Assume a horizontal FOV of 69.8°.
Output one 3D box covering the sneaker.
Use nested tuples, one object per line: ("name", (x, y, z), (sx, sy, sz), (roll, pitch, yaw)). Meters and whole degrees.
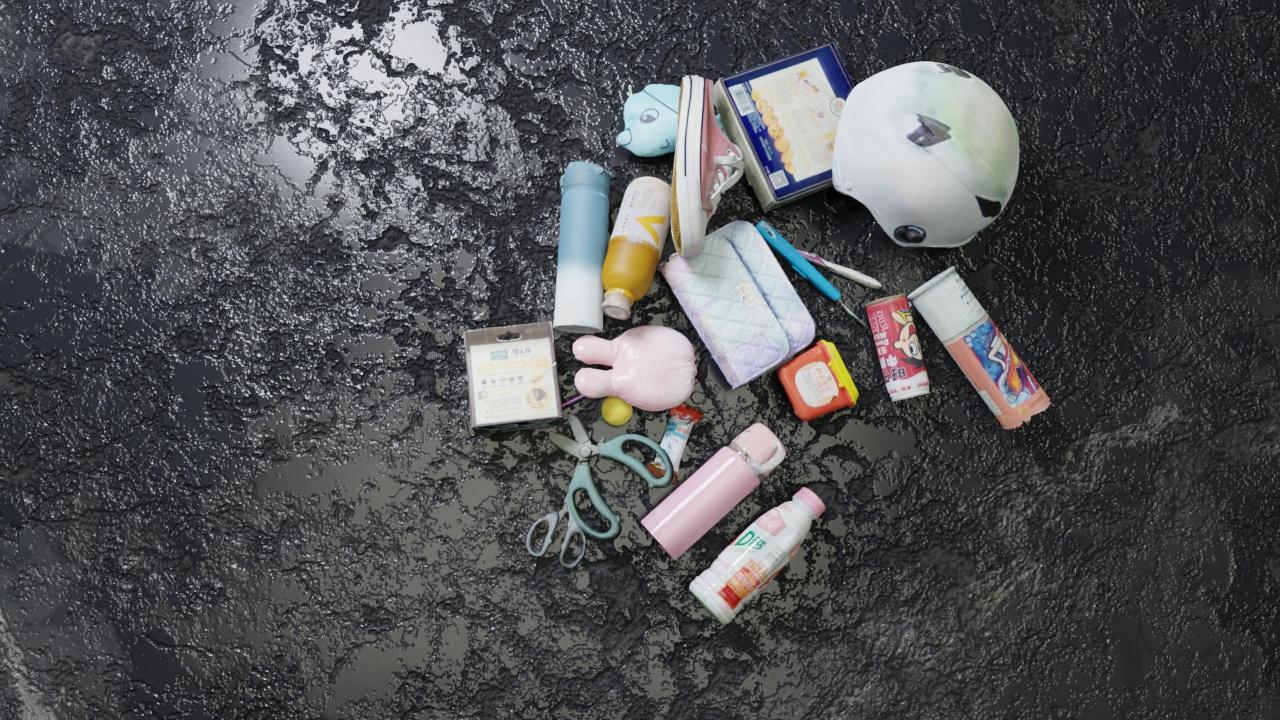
("sneaker", (0.086, -0.241, 1.139), (0.088, 0.118, 0.240), (4, 74, -2))

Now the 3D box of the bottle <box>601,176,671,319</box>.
("bottle", (-0.006, -0.142, 1.164), (0.068, 0.068, 0.189), (17, 68, -1))

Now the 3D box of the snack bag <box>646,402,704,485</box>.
("snack bag", (0.044, 0.104, 1.179), (0.048, 0.026, 0.104), (23, 82, 12))

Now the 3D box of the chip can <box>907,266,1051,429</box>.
("chip can", (0.439, -0.015, 1.191), (0.071, 0.071, 0.214), (-35, 88, -7))

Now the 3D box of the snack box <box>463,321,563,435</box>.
("snack box", (-0.160, 0.023, 1.157), (0.113, 0.053, 0.125), (-6, 71, -4))

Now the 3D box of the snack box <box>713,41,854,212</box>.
("snack box", (0.209, -0.310, 1.212), (0.182, 0.046, 0.178), (-22, 85, -16))

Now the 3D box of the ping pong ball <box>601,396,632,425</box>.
("ping pong ball", (-0.030, 0.063, 1.171), (0.040, 0.040, 0.040), (0, 83, -3))

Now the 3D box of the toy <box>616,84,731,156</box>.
("toy", (0.049, -0.313, 1.216), (0.161, 0.050, 0.156), (-40, 89, -11))

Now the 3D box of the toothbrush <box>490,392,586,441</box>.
("toothbrush", (-0.106, 0.060, 1.184), (0.189, 0.018, 0.014), (-26, 86, -9))

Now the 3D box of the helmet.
("helmet", (0.381, -0.269, 1.150), (0.258, 0.146, 0.228), (32, 67, -13))

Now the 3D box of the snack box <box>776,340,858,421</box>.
("snack box", (0.224, 0.029, 1.172), (0.080, 0.082, 0.091), (-26, 86, 4))

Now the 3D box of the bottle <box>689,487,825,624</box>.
("bottle", (0.150, 0.240, 1.151), (0.196, 0.068, 0.068), (-43, 87, -11))

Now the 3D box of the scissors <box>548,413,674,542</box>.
("scissors", (-0.053, 0.152, 1.159), (0.175, 0.019, 0.176), (22, 83, 8))

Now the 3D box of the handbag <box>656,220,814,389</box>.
("handbag", (0.126, -0.076, 1.179), (0.134, 0.075, 0.194), (-32, 85, -4))

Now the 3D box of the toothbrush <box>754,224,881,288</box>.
("toothbrush", (0.235, -0.138, 1.223), (0.187, 0.016, 0.017), (23, 73, 0))

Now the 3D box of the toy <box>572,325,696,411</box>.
("toy", (-0.007, 0.007, 1.162), (0.159, 0.054, 0.121), (3, 59, -11))

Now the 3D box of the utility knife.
("utility knife", (0.227, -0.110, 1.203), (0.204, 0.034, 0.018), (42, 91, -6))

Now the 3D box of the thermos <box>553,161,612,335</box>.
("thermos", (-0.075, -0.146, 1.184), (0.070, 0.070, 0.220), (3, 82, -3))

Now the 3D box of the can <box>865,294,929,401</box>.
("can", (0.336, -0.016, 1.195), (0.053, 0.053, 0.132), (-12, 84, -5))

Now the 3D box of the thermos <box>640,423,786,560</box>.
("thermos", (0.097, 0.163, 1.145), (0.198, 0.087, 0.067), (-40, 108, -6))

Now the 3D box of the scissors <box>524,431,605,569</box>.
("scissors", (-0.093, 0.176, 1.169), (0.150, 0.014, 0.170), (-17, 84, -6))
